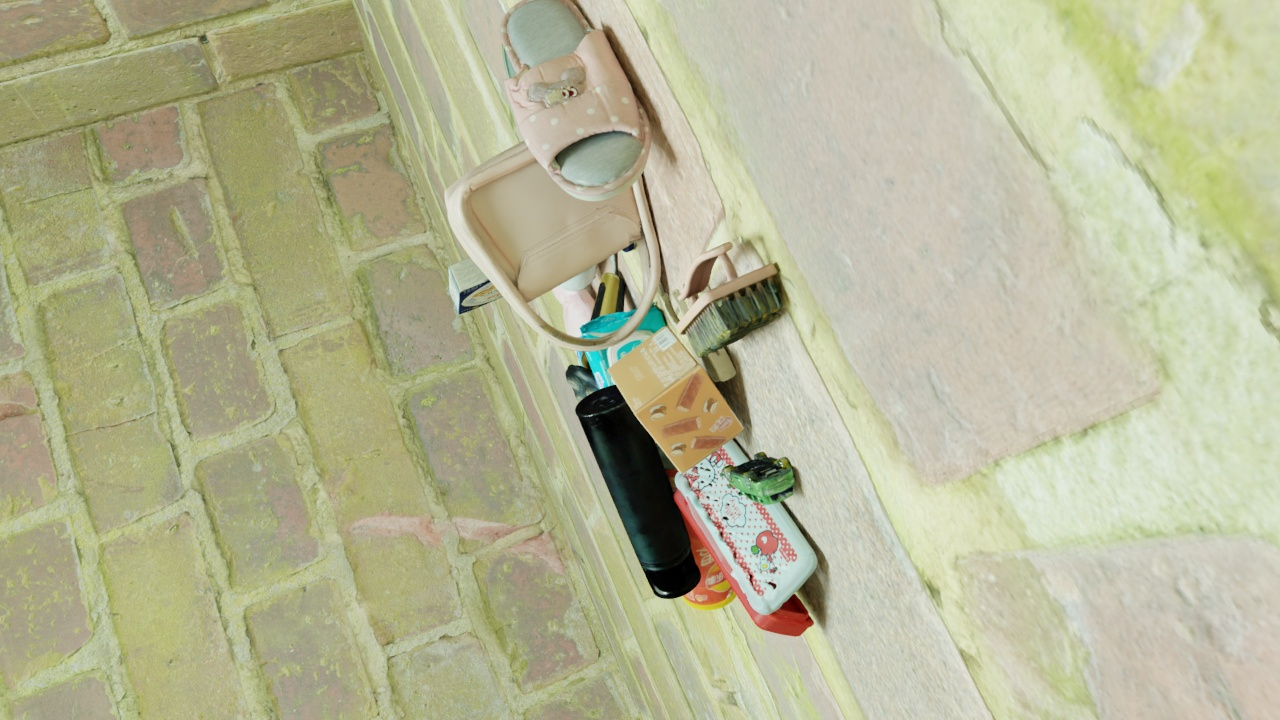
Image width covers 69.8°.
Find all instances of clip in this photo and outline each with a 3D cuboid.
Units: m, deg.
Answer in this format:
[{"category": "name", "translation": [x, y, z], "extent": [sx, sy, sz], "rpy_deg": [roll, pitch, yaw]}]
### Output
[{"category": "clip", "translation": [0.059, -0.032, 0.862], "extent": [0.104, 0.034, 0.087], "rpy_deg": [60, 165, 15]}]

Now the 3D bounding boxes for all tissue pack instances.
[{"category": "tissue pack", "translation": [-0.006, 0.006, 1.039], "extent": [0.050, 0.093, 0.133], "rpy_deg": [-173, 62, -79]}]

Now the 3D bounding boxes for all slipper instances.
[{"category": "slipper", "translation": [-0.069, -0.261, 0.860], "extent": [0.054, 0.114, 0.274], "rpy_deg": [68, -179, -60]}]

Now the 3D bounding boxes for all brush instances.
[{"category": "brush", "translation": [0.064, -0.048, 0.761], "extent": [0.073, 0.063, 0.146], "rpy_deg": [64, 168, 5]}]

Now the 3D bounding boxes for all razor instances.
[{"category": "razor", "translation": [-0.049, -0.028, 1.109], "extent": [0.062, 0.067, 0.167], "rpy_deg": [-26, 49, 57]}]

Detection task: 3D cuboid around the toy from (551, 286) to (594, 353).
[{"category": "toy", "translation": [-0.087, -0.062, 1.318], "extent": [0.159, 0.054, 0.121], "rpy_deg": [64, 164, 6]}]

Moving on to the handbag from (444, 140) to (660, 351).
[{"category": "handbag", "translation": [-0.071, -0.116, 0.946], "extent": [0.234, 0.193, 0.093], "rpy_deg": [63, 171, -19]}]

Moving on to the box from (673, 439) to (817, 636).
[{"category": "box", "translation": [0.117, 0.171, 0.927], "extent": [0.095, 0.100, 0.201], "rpy_deg": [26, -160, -40]}]

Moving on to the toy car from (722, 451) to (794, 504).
[{"category": "toy car", "translation": [0.110, 0.109, 0.850], "extent": [0.091, 0.043, 0.036], "rpy_deg": [-167, 57, -74]}]

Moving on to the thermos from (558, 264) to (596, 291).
[{"category": "thermos", "translation": [-0.081, -0.151, 1.126], "extent": [0.221, 0.070, 0.070], "rpy_deg": [107, 140, -74]}]

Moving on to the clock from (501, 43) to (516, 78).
[{"category": "clock", "translation": [-0.108, -0.321, 1.024], "extent": [0.161, 0.056, 0.116], "rpy_deg": [29, 139, 69]}]

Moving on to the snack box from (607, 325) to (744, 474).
[{"category": "snack box", "translation": [0.033, 0.038, 0.898], "extent": [0.094, 0.077, 0.092], "rpy_deg": [53, -179, -33]}]

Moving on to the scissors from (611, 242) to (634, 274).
[{"category": "scissors", "translation": [-0.036, -0.155, 1.086], "extent": [0.162, 0.012, 0.163], "rpy_deg": [-141, 31, -65]}]

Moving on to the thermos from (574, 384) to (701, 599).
[{"category": "thermos", "translation": [-0.006, 0.146, 1.011], "extent": [0.090, 0.068, 0.243], "rpy_deg": [9, 124, 51]}]

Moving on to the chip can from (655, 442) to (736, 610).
[{"category": "chip can", "translation": [0.064, 0.193, 1.085], "extent": [0.073, 0.073, 0.217], "rpy_deg": [-135, 27, -59]}]

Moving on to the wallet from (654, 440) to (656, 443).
[{"category": "wallet", "translation": [0.000, 0.107, 1.149], "extent": [0.131, 0.035, 0.119], "rpy_deg": [27, 161, 6]}]

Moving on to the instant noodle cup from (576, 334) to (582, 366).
[{"category": "instant noodle cup", "translation": [-0.037, 0.015, 1.190], "extent": [0.099, 0.099, 0.109], "rpy_deg": [101, 154, -65]}]

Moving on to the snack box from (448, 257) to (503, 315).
[{"category": "snack box", "translation": [-0.194, -0.136, 1.360], "extent": [0.046, 0.177, 0.183], "rpy_deg": [65, 167, 2]}]
